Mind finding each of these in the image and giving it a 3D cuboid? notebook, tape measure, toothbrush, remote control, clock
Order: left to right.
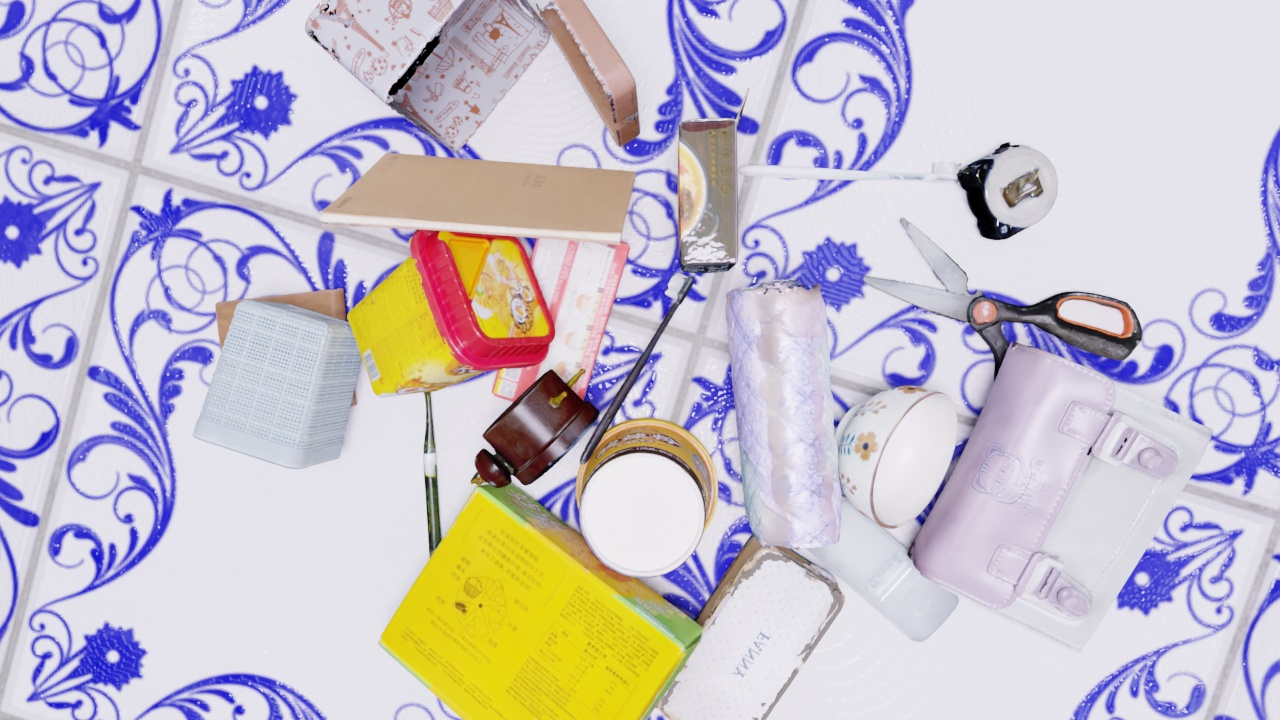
[{"bbox_3d":[-0.180,0.094,0.775,0.012,0.017,0.186,0,95,41],"label":"toothbrush"},{"bbox_3d":[-0.114,-0.127,0.700,0.211,0.149,0.012,4,120,2],"label":"notebook"},{"bbox_3d":[-0.087,0.059,0.714,0.122,0.082,0.055,-41,97,20],"label":"clock"},{"bbox_3d":[-0.004,0.004,0.734,0.018,0.016,0.180,27,73,8],"label":"toothbrush"},{"bbox_3d":[0.171,-0.155,0.745,0.180,0.016,0.016,1,86,2],"label":"toothbrush"},{"bbox_3d":[0.198,0.172,0.761,0.136,0.020,0.056,41,93,0],"label":"remote control"},{"bbox_3d":[0.293,-0.136,0.726,0.066,0.033,0.066,-31,103,-4],"label":"tape measure"}]

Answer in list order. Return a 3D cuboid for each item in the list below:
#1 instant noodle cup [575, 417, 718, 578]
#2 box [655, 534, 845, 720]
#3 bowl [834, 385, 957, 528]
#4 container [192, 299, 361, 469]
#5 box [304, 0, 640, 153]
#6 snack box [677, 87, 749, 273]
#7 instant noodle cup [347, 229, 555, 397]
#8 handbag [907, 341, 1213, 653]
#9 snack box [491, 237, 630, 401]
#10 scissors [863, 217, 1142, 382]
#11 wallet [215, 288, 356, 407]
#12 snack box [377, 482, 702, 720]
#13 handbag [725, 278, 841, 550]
[{"bbox_3d":[0.003,0.110,0.719,0.118,0.114,0.118,0,93,3],"label":"instant noodle cup"},{"bbox_3d":[0.084,0.237,0.753,0.090,0.059,0.184,35,96,1],"label":"box"},{"bbox_3d":[0.193,0.068,0.724,0.062,0.113,0.113,27,96,43],"label":"bowl"},{"bbox_3d":[-0.277,0.016,0.720,0.090,0.090,0.111,17,93,5],"label":"container"},{"bbox_3d":[-0.095,-0.211,0.674,0.193,0.183,0.157,43,95,3],"label":"box"},{"bbox_3d":[0.055,-0.132,0.703,0.053,0.113,0.125,-1,93,2],"label":"snack box"},{"bbox_3d":[-0.150,-0.031,0.710,0.124,0.116,0.116,-27,80,29],"label":"instant noodle cup"},{"bbox_3d":[0.314,0.103,0.704,0.145,0.098,0.197,25,100,3],"label":"handbag"},{"bbox_3d":[-0.066,-0.033,0.758,0.075,0.025,0.153,17,94,0],"label":"snack box"},{"bbox_3d":[0.294,-0.020,0.744,0.222,0.021,0.211,-2,94,2],"label":"scissors"},{"bbox_3d":[-0.300,-0.005,0.775,0.115,0.020,0.101,-6,92,5],"label":"wallet"},{"bbox_3d":[-0.079,0.218,0.727,0.210,0.070,0.158,34,95,17],"label":"snack box"},{"bbox_3d":[0.110,0.035,0.701,0.075,0.134,0.194,-6,94,3],"label":"handbag"}]
